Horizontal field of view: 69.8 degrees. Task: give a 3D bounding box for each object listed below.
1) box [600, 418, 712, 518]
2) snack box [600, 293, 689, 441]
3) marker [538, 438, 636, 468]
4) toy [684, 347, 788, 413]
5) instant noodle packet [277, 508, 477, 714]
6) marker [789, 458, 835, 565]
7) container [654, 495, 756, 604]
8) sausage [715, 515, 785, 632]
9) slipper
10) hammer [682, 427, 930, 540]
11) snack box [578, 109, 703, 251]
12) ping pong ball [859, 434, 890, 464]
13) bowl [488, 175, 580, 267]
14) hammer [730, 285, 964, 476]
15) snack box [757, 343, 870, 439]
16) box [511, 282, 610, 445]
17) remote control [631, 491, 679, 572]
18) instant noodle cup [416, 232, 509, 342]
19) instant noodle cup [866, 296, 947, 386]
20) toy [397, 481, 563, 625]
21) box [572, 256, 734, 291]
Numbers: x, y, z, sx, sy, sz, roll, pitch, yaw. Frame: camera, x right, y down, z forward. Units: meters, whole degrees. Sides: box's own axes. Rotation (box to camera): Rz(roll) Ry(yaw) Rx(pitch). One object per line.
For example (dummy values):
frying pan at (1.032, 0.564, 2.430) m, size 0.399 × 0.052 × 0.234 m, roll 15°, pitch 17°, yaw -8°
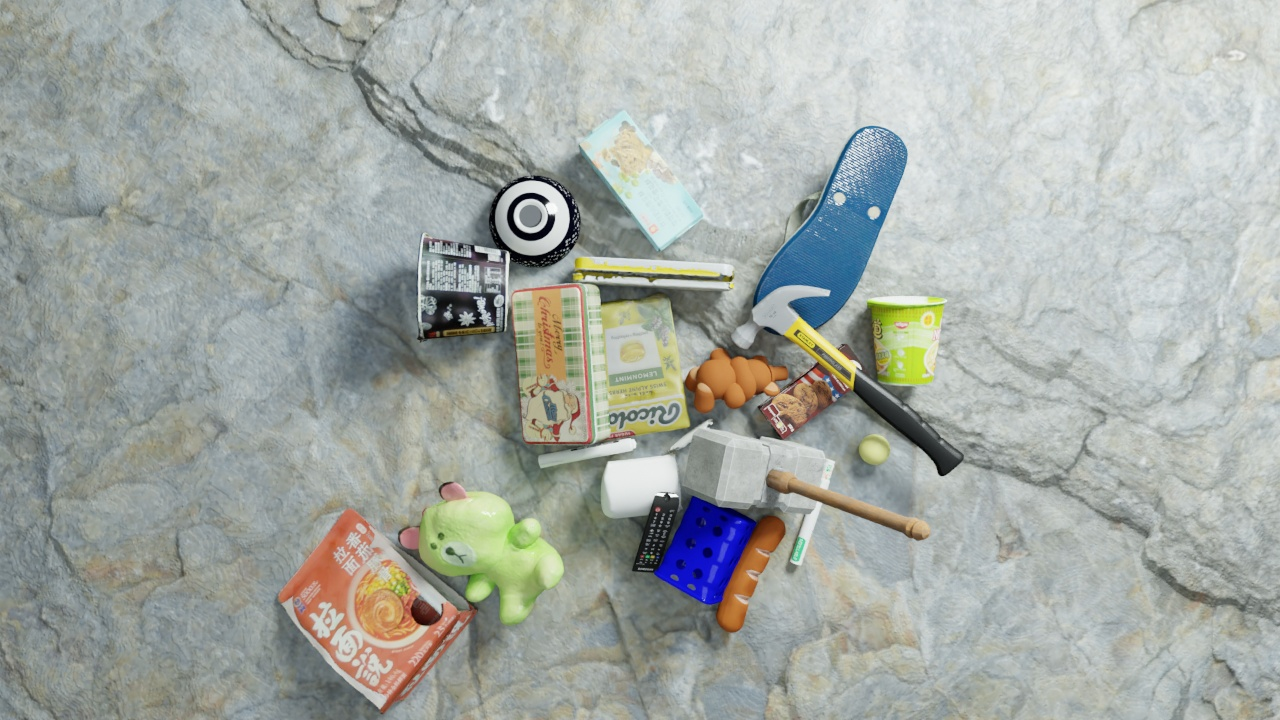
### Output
box at (0.024, 0.138, 1.190) m, size 0.156 × 0.084 × 0.126 m, roll -3°, pitch 85°, yaw -2°
snack box at (-0.007, 0.007, 1.202) m, size 0.121 × 0.045 × 0.181 m, roll -8°, pitch 92°, yaw 0°
marker at (-0.070, 0.122, 1.205) m, size 0.134 × 0.020 × 0.017 m, roll -12°, pitch 124°, yaw 11°
toy at (0.128, 0.026, 1.199) m, size 0.127 × 0.065 × 0.094 m, roll -5°, pitch 50°, yaw -15°
instant noodle packet at (-0.354, 0.324, 1.212) m, size 0.221 × 0.084 × 0.164 m, roll 40°, pitch 92°, yaw 10°
marker at (0.230, 0.202, 1.223) m, size 0.017 × 0.017 × 0.145 m, roll 18°, pitch 92°, yaw -1°
container at (0.086, 0.241, 1.182) m, size 0.084 × 0.085 × 0.113 m, roll 25°, pitch 90°, yaw 22°
sausage at (0.143, 0.280, 1.212) m, size 0.044 × 0.039 × 0.164 m, roll 26°, pitch 92°, yaw 33°
slipper at (0.248, -0.162, 1.191) m, size 0.118 × 0.060 × 0.295 m, roll 26°, pitch 101°, yaw -4°
hammer at (0.206, 0.154, 1.056) m, size 0.162 × 0.318 × 0.083 m, roll 10°, pitch 92°, yaw -32°
snack box at (0.001, -0.231, 1.191) m, size 0.075 × 0.053 × 0.174 m, roll -38°, pitch 91°, yaw 1°
ping pong ball at (0.309, 0.117, 1.210) m, size 0.040 × 0.040 × 0.040 m, roll 0°, pitch 92°, yaw -1°
bowl at (-0.138, -0.182, 1.184) m, size 0.120 × 0.066 × 0.120 m, roll 0°, pitch 92°, yaw 0°
hammer at (0.276, 0.027, 1.161) m, size 0.323 × 0.029 × 0.127 m, roll 40°, pitch 112°, yaw 2°
snack box at (0.228, 0.040, 1.211) m, size 0.141 × 0.032 × 0.051 m, roll -37°, pitch 92°, yaw 1°
box at (-0.104, 0.006, 1.177) m, size 0.118 × 0.050 × 0.205 m, roll -2°, pitch 92°, yaw 28°
remote control at (0.018, 0.226, 1.182) m, size 0.033 × 0.015 × 0.147 m, roll 6°, pitch 127°, yaw -11°
instant noodle cup at (-0.222, -0.089, 1.159) m, size 0.112 × 0.137 × 0.137 m, roll 2°, pitch 92°, yaw -9°
instant noodle cup at (0.343, -0.026, 1.184) m, size 0.099 × 0.099 × 0.108 m, roll -3°, pitch 99°, yaw 0°
toy at (-0.196, 0.240, 1.186) m, size 0.197 × 0.107 × 0.150 m, roll 43°, pitch 114°, yaw 7°
box at (0.017, -0.108, 1.188) m, size 0.210 × 0.064 × 0.037 m, roll 3°, pitch 86°, yaw -1°
